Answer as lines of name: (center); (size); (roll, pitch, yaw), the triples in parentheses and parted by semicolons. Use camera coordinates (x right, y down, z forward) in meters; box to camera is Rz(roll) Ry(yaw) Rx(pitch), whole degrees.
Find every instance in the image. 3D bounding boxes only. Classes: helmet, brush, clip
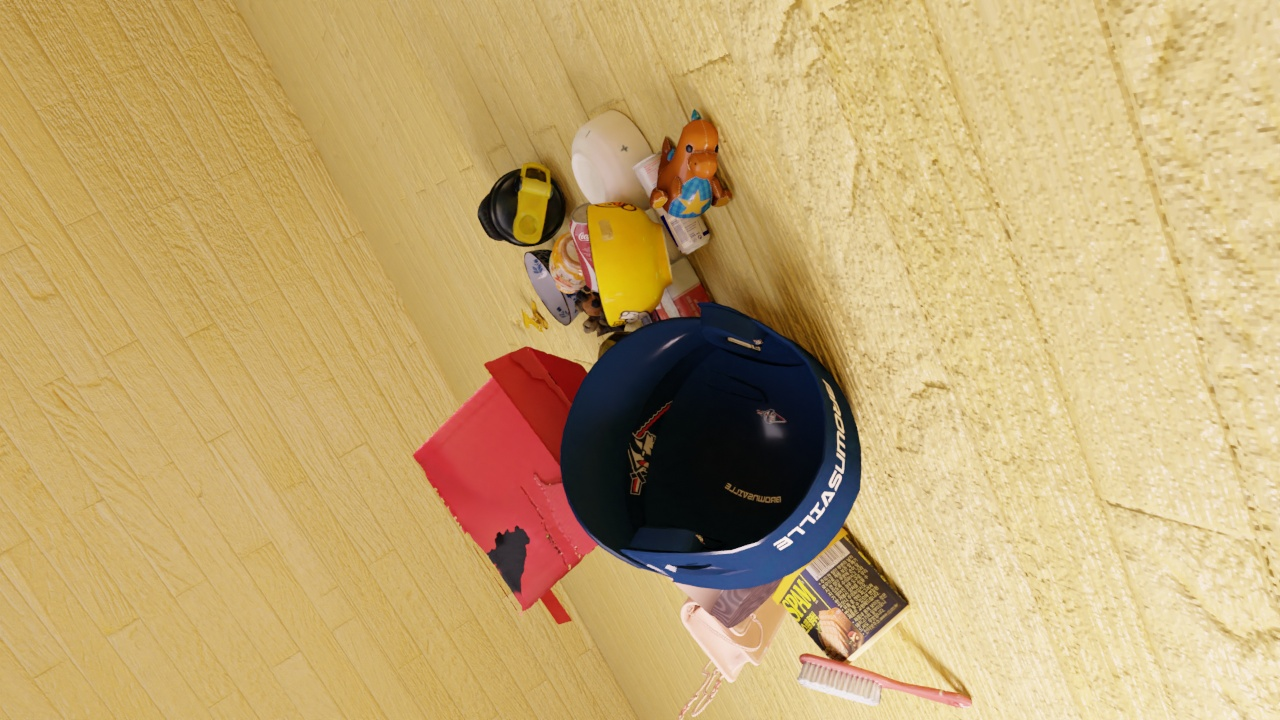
helmet: (0.058, 0.079, 0.807); (0.273, 0.232, 0.223); (13, 168, 21)
brush: (0.241, 0.332, 0.922); (0.172, 0.030, 0.041); (8, 149, 23)
clip: (-0.173, -0.070, 1.527); (0.048, 0.045, 0.054); (10, 149, 4)

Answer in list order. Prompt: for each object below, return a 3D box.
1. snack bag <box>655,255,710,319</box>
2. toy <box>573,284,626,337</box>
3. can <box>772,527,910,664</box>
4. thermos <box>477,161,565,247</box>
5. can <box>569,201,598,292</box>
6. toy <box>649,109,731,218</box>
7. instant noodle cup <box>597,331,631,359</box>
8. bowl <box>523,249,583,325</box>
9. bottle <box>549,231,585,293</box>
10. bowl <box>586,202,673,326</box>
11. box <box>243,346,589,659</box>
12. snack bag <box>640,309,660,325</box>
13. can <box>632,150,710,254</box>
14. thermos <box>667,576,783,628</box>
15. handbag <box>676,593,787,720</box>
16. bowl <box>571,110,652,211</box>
snack bag: (0.074, -0.001, 0.955); (0.225, 0.041, 0.077); (60, 163, -10)
toy: (-0.054, -0.064, 1.140); (0.076, 0.062, 0.100); (30, 170, 23)
can: (0.207, 0.251, 0.955); (0.104, 0.075, 0.135); (48, 160, 21)
thermos: (-0.160, -0.194, 1.185); (0.098, 0.098, 0.221); (63, 167, -13)
can: (-0.047, -0.128, 1.040); (0.054, 0.054, 0.097); (41, 155, 44)
toy: (0.038, -0.175, 0.779); (0.090, 0.070, 0.103); (106, 155, -50)
instant noodle cup: (-0.007, 0.006, 1.093); (0.102, 0.102, 0.108); (64, 169, -16)
bowl: (-0.109, -0.108, 1.250); (0.114, 0.045, 0.114); (50, 160, 25)
bottle: (-0.082, -0.117, 1.136); (0.063, 0.063, 0.109); (57, 163, 6)
bowl: (-0.007, -0.095, 0.865); (0.117, 0.067, 0.117); (-8, -92, -86)
box: (-0.130, 0.104, 0.872); (0.211, 0.408, 0.108); (51, 125, 19)
snack bag: (0.000, -0.079, 0.991); (0.155, 0.018, 0.074); (63, -159, -16)
can: (0.030, -0.145, 0.846); (0.095, 0.032, 0.032); (60, 162, -4)
thermos: (0.068, 0.188, 1.087); (0.226, 0.172, 0.173); (43, 157, 24)
handbag: (0.079, 0.350, 1.175); (0.116, 0.198, 0.188); (47, 119, 5)
bowl: (-0.030, -0.187, 0.903); (0.105, 0.054, 0.105); (51, 162, 23)
